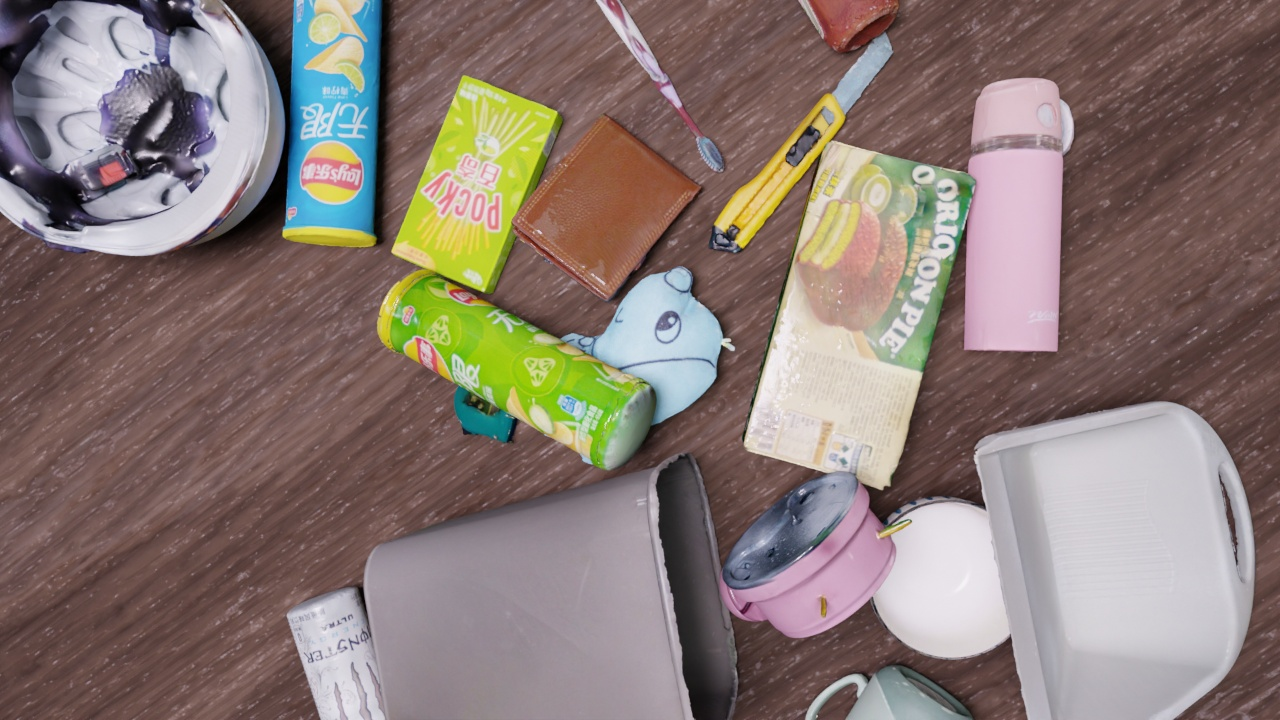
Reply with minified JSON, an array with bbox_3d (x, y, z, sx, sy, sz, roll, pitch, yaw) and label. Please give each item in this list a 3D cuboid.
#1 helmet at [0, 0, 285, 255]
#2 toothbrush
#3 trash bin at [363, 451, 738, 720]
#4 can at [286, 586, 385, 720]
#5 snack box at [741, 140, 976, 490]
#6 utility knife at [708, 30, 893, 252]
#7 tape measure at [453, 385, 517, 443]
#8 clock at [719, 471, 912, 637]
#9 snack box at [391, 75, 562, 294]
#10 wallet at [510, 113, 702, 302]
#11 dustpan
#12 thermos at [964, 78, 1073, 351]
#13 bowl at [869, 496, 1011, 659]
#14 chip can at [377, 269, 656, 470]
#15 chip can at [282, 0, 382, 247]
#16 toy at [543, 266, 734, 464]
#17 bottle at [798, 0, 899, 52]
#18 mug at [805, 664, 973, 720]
[{"bbox_3d":[-0.385,-0.191,0.709,0.258,0.146,0.229,24,94,0],"label":"helmet"},{"bbox_3d":[0.013,-0.229,0.732,0.016,0.017,0.187,-33,88,4],"label":"toothbrush"},{"bbox_3d":[-0.057,0.184,0.664,0.220,0.198,0.199,-11,87,13],"label":"trash bin"},{"bbox_3d":[-0.234,0.260,0.739,0.058,0.058,0.146,-19,88,5],"label":"can"},{"bbox_3d":[0.161,-0.033,0.696,0.114,0.063,0.240,15,91,5],"label":"snack box"},{"bbox_3d":[0.127,-0.171,0.722,0.033,0.015,0.218,39,93,2],"label":"utility knife"},{"bbox_3d":[-0.124,0.035,0.744,0.054,0.025,0.058,13,91,5],"label":"tape measure"},{"bbox_3d":[0.113,0.139,0.655,0.117,0.159,0.060,-42,97,-20],"label":"clock"},{"bbox_3d":[-0.132,-0.141,0.743,0.086,0.026,0.156,24,93,6],"label":"snack box"},{"bbox_3d":[-0.026,-0.120,0.724,0.101,0.032,0.124,38,83,4],"label":"wallet"},{"bbox_3d":[0.338,0.136,0.616,0.143,0.257,0.222,-12,89,29],"label":"dustpan"},{"bbox_3d":[0.286,-0.105,0.687,0.087,0.067,0.198,3,89,-26],"label":"thermos"},{"bbox_3d":[0.225,0.157,0.688,0.116,0.066,0.116,0,91,6],"label":"bowl"},{"bbox_3d":[-0.092,0.005,0.690,0.221,0.072,0.072,27,93,20],"label":"chip can"},{"bbox_3d":[-0.243,-0.199,0.732,0.071,0.071,0.210,3,90,6],"label":"chip can"},{"bbox_3d":[-0.004,0.004,0.719,0.156,0.049,0.161,5,88,13],"label":"toy"},{"bbox_3d":[0.121,-0.335,0.701,0.060,0.059,0.206,-32,85,5],"label":"bottle"},{"bbox_3d":[0.181,0.285,0.692,0.112,0.082,0.106,32,94,36],"label":"mug"}]
